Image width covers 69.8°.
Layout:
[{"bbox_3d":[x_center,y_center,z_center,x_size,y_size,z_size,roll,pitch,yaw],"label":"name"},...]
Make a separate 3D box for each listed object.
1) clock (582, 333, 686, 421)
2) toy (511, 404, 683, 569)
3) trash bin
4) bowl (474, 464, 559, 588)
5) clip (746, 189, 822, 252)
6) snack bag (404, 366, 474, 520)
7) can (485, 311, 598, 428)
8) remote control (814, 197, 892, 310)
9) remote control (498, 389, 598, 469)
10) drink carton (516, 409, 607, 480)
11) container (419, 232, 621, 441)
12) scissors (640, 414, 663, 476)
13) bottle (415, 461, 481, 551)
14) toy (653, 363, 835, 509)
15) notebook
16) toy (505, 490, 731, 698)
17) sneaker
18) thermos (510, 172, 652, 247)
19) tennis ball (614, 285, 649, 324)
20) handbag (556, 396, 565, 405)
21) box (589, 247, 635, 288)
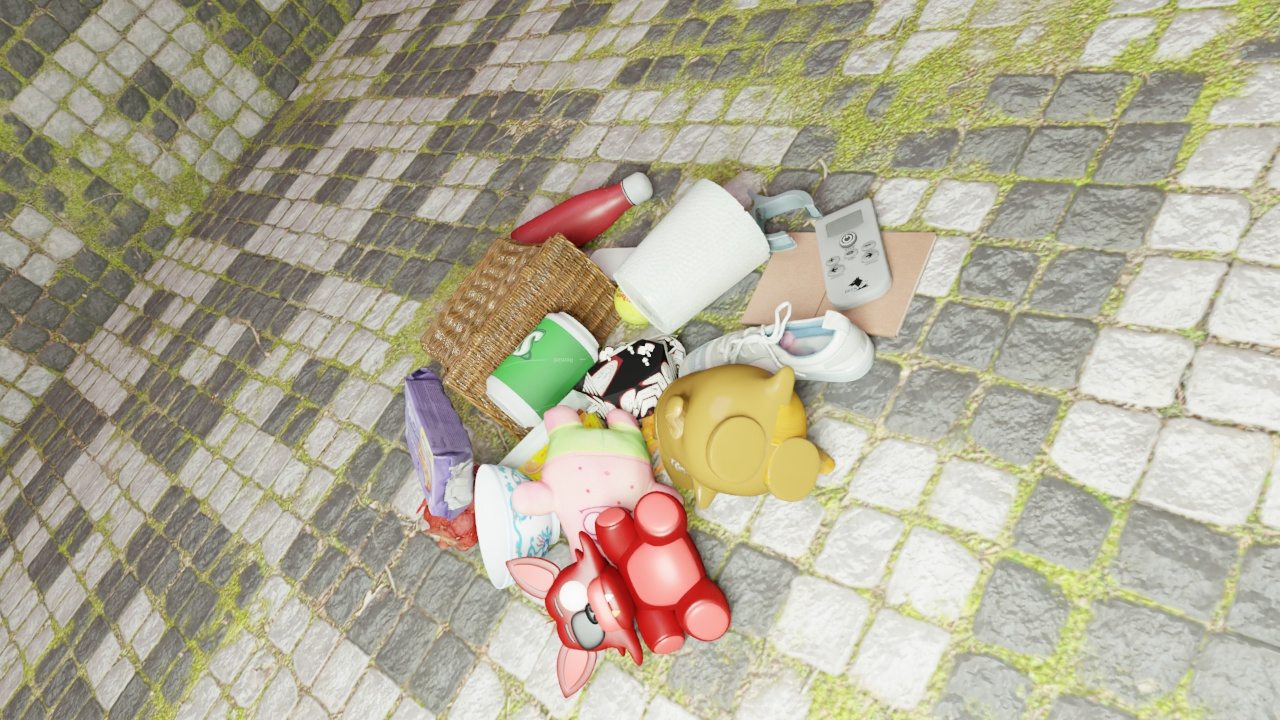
[{"bbox_3d":[-0.007,0.007,1.148,0.115,0.065,0.154,-6,36,37],"label":"clock"},{"bbox_3d":[-0.048,0.163,1.026,0.097,0.192,0.236,122,148,-71],"label":"toy"},{"bbox_3d":[0.059,-0.124,1.151,0.161,0.133,0.133,-43,40,-6],"label":"trash bin"},{"bbox_3d":[-0.140,0.189,1.078,0.144,0.074,0.144,174,90,-66],"label":"bowl"},{"bbox_3d":[0.183,-0.202,1.188,0.127,0.028,0.167,-46,30,-3],"label":"clip"},{"bbox_3d":[-0.255,0.099,1.153,0.058,0.096,0.205,-6,34,-22],"label":"snack bag"},{"bbox_3d":[-0.124,0.012,1.168,0.139,0.088,0.088,-48,40,-12],"label":"can"},{"bbox_3d":[0.248,-0.126,1.078,0.074,0.019,0.150,-22,45,25],"label":"remote control"},{"bbox_3d":[-0.115,0.102,1.186,0.143,0.049,0.024,-45,42,0],"label":"remote control"},{"bbox_3d":[-0.095,0.128,1.155,0.135,0.043,0.058,-41,43,6],"label":"drink carton"},{"bbox_3d":[-0.177,-0.049,1.287,0.249,0.162,0.183,-53,36,-9],"label":"container"},{"bbox_3d":[0.001,0.090,1.130,0.097,0.012,0.132,-19,48,27],"label":"scissors"},{"bbox_3d":[-0.237,0.186,1.185,0.099,0.099,0.111,7,62,43],"label":"bottle"},{"bbox_3d":[0.083,0.077,0.977,0.203,0.198,0.162,10,80,65],"label":"toy"},{"bbox_3d":[0.231,-0.094,1.090,0.209,0.008,0.141,8,63,43],"label":"notebook"},{"bbox_3d":[-0.022,0.234,0.930,0.197,0.120,0.158,-26,87,5],"label":"toy"},{"bbox_3d":[0.137,-0.016,1.042,0.243,0.090,0.089,-8,54,36],"label":"sneaker"},{"bbox_3d":[-0.089,-0.220,1.413,0.240,0.073,0.073,-25,44,21],"label":"thermos"},{"bbox_3d":[-0.003,-0.081,1.232,0.065,0.065,0.065,-22,45,24],"label":"tennis ball"},{"bbox_3d":[-0.132,0.100,1.218,0.119,0.029,0.055,-55,11,-1],"label":"handbag"},{"bbox_3d":[0.002,-0.129,1.298,0.210,0.033,0.064,6,61,42],"label":"box"}]
